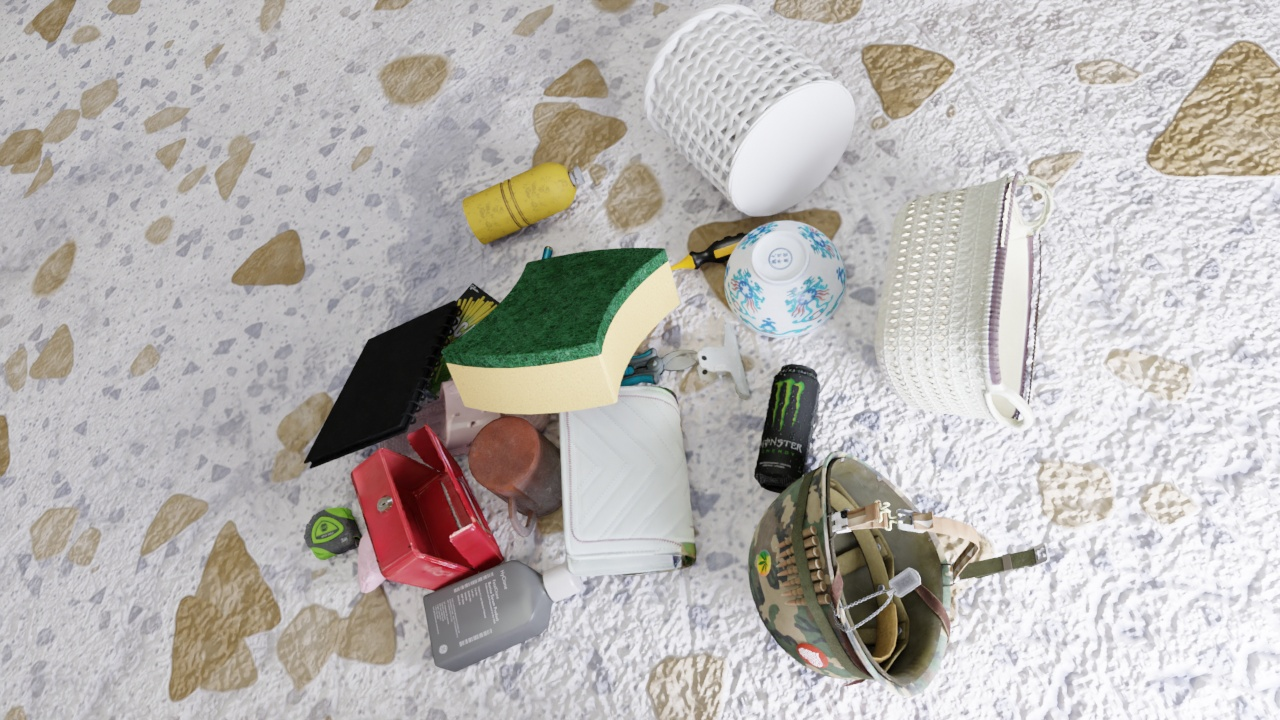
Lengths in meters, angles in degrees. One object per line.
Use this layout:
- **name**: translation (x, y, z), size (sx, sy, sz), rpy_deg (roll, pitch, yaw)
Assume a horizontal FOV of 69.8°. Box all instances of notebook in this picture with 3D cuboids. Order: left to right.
- **notebook**: translation (-0.319, 0.025, 1.160), size (0.169, 0.019, 0.230), rpy_deg (-21, 35, 25)

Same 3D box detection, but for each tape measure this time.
- **tape measure**: translation (-0.384, 0.215, 1.147), size (0.066, 0.036, 0.058), rpy_deg (-20, 68, 6)

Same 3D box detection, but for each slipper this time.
- **slipper**: translation (-0.228, 0.070, 1.144), size (0.240, 0.064, 0.094), rpy_deg (-17, 59, 14)

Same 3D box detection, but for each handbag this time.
- **handbag**: translation (-0.017, 0.132, 1.011), size (0.142, 0.096, 0.198), rpy_deg (-2, 61, -4)

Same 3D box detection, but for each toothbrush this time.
- **toothbrush**: translation (0.070, -0.126, 1.146), size (0.197, 0.031, 0.031), rpy_deg (-18, 102, 10)

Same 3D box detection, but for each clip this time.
- **clip**: translation (0.092, 0.001, 1.075), size (0.054, 0.040, 0.101), rpy_deg (-11, 59, 1)

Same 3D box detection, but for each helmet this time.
- **helmet**: translation (0.211, 0.188, 0.830), size (0.237, 0.192, 0.224), rpy_deg (-44, 39, 27)

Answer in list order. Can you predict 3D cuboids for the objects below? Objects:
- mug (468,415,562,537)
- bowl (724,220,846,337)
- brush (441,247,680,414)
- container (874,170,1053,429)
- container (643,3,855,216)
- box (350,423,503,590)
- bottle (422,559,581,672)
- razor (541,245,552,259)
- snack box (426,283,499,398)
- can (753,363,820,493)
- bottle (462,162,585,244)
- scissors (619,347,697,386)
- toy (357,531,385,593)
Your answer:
- **mug**: translation (-0.137, 0.137, 1.050), size (0.096, 0.110, 0.122), rpy_deg (-12, 60, 21)
- **bowl**: translation (0.164, -0.106, 1.059), size (0.144, 0.074, 0.143), rpy_deg (-4, 72, 12)
- **brush**: translation (-0.085, -0.040, 1.064), size (0.195, 0.075, 0.249), rpy_deg (-2, 31, 26)
- **container**: translation (0.332, -0.060, 0.930), size (0.143, 0.184, 0.251), rpy_deg (1, 65, 31)
- **container**: translation (0.131, -0.305, 1.124), size (0.189, 0.189, 0.186), rpy_deg (-38, 58, -1)
- **box**: translation (-0.246, 0.180, 1.057), size (0.117, 0.136, 0.157), rpy_deg (-32, 55, -3)
- **bottle**: translation (-0.150, 0.272, 1.019), size (0.174, 0.046, 0.083), rpy_deg (-25, 58, 8)
- **razor**: translation (-0.139, -0.090, 1.218), size (0.042, 0.022, 0.143), rpy_deg (-24, 45, 52)
- **snack box**: translation (-0.242, -0.025, 1.220), size (0.080, 0.025, 0.147), rpy_deg (35, 80, 32)
- **can**: translation (0.160, 0.074, 0.996), size (0.054, 0.054, 0.137), rpy_deg (5, 66, 23)
- **bottle**: translation (-0.156, -0.224, 1.263), size (0.164, 0.071, 0.071), rpy_deg (-22, 58, 10)
- **scissors**: translation (-0.009, 0.014, 1.114), size (0.130, 0.019, 0.150), rpy_deg (34, 79, 29)
- **toy**: translation (-0.310, 0.230, 1.091), size (0.053, 0.099, 0.096), rpy_deg (20, 96, -3)
